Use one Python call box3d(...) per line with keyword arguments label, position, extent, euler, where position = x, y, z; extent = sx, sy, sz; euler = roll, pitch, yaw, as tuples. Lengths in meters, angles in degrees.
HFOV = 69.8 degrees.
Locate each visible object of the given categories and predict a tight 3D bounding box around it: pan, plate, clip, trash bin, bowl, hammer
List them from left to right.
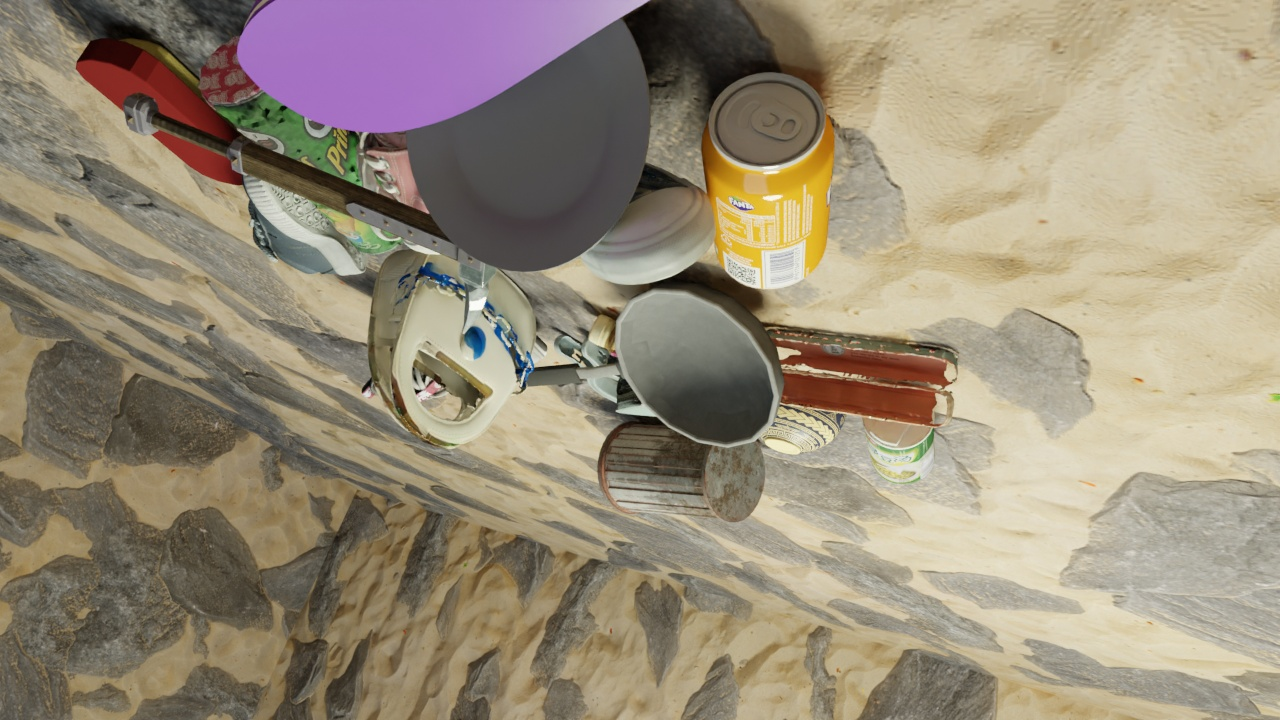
box3d(label="hammer", position=(-0.247, -0.128, 0.673), extent=(0.317, 0.028, 0.147), euler=(23, 132, 10))
box3d(label="plate", position=(-0.071, -0.143, 0.557), extent=(0.179, 0.178, 0.012), euler=(10, -167, 27))
box3d(label="clip", position=(-0.055, 0.016, 1.142), extent=(0.142, 0.029, 0.171), euler=(-4, 149, 47))
box3d(label="pan", position=(-0.006, 0.005, 0.937), extent=(0.358, 0.041, 0.179), euler=(-5, 119, 43))
box3d(label="trash bin", position=(0.047, 0.149, 1.245), extent=(0.212, 0.130, 0.130), euler=(-3, 150, 45))
box3d(label="bowl", position=(0.164, 0.067, 1.007), extent=(0.112, 0.061, 0.112), euler=(18, 161, 6))

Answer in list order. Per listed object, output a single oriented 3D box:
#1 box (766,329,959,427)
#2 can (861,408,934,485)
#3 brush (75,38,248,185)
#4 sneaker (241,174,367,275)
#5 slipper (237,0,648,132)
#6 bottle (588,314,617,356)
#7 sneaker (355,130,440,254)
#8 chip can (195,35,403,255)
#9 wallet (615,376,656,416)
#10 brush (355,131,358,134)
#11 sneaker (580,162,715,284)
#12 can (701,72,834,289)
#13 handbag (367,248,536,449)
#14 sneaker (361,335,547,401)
box3d(label="box", position=(0.197, 0.014, 0.848), extent=(0.187, 0.083, 0.043), euler=(6, -174, 30))
box3d(label="can", position=(0.262, 0.077, 0.927), extent=(0.067, 0.067, 0.121), euler=(12, 159, 23))
box3d(label="brush", position=(-0.417, -0.227, 0.831), extent=(0.082, 0.041, 0.173), euler=(11, 159, 26))
box3d(label="sneaker", position=(-0.339, -0.141, 0.888), extent=(0.087, 0.089, 0.236), euler=(-3, 164, 3))
box3d(label="slipper", position=(-0.091, -0.215, 0.497), extent=(0.267, 0.083, 0.107), euler=(-16, 144, 26))
box3d(label="bottle", position=(0.023, 0.001, 0.980), extent=(0.166, 0.059, 0.060), euler=(27, 162, 7))
box3d(label="sneaker", position=(-0.175, -0.152, 0.706), extent=(0.087, 0.118, 0.242), euler=(5, 161, -21))
box3d(label="chip can", position=(-0.272, -0.174, 0.783), extent=(0.075, 0.075, 0.223), euler=(12, 159, 22))
box3d(label="wallet", position=(0.043, 0.043, 1.057), extent=(0.131, 0.054, 0.100), euler=(14, 170, -20))
box3d(label="brush", position=(-0.239, -0.224, 0.690), extent=(0.050, 0.015, 0.136), euler=(46, 168, 34))
box3d(label="sneaker", position=(-0.032, -0.124, 0.605), extent=(0.235, 0.087, 0.079), euler=(40, 161, 51))
box3d(label="can", position=(0.082, -0.110, 0.588), extent=(0.079, 0.079, 0.142), euler=(15, 160, 15))
box3d(label="handbag", position=(-0.191, -0.013, 0.941), extent=(0.093, 0.199, 0.200), euler=(-8, 150, 31))
box3d(label="sneaker", position=(-0.236, -0.003, 1.123), extent=(0.264, 0.128, 0.096), euler=(4, 158, 30))
